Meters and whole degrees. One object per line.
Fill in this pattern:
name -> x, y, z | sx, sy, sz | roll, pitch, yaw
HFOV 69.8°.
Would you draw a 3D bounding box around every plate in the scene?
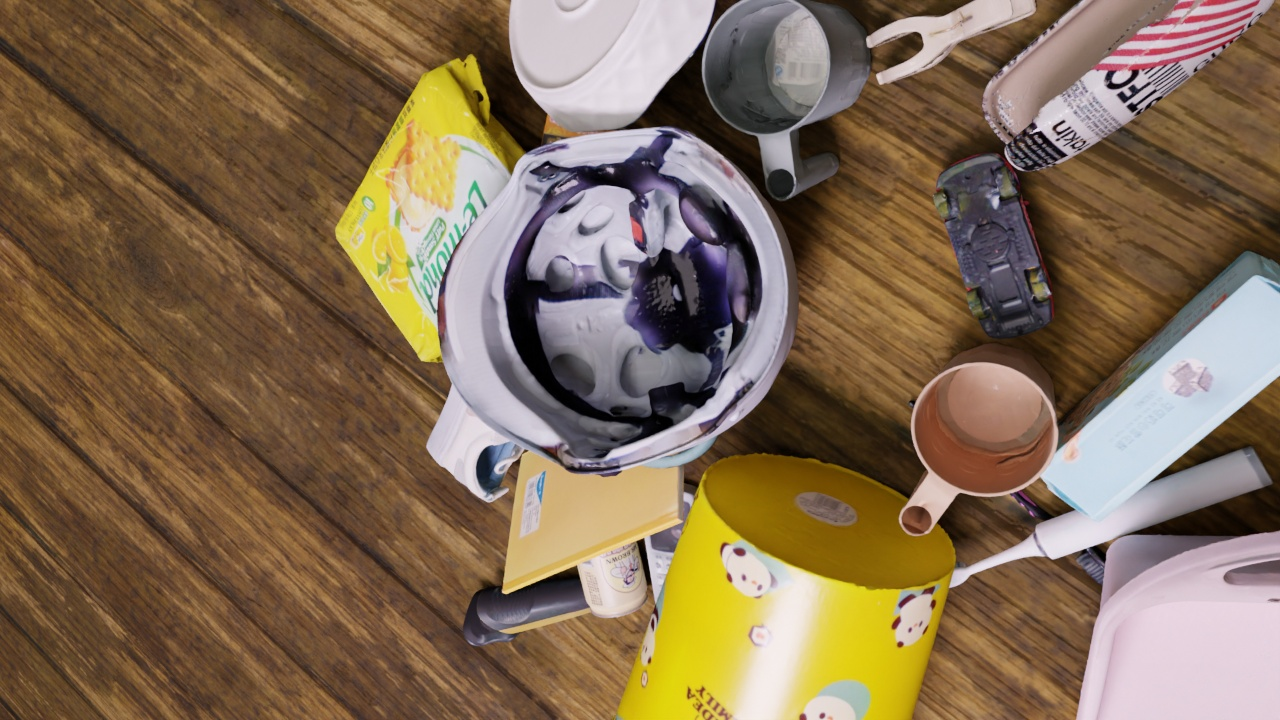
plate -> -0.025, -0.261, 0.632 | 0.205, 0.045, 0.204 | -13, 73, 47

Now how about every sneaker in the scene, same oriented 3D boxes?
sneaker -> -0.112, 0.033, 0.812 | 0.091, 0.089, 0.243 | 46, 126, 19

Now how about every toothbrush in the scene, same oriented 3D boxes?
toothbrush -> 0.302, 0.113, 0.622 | 0.222, 0.026, 0.027 | -30, 97, 28
toothbrush -> 0.266, 0.094, 0.660 | 0.189, 0.014, 0.018 | 42, 119, 12

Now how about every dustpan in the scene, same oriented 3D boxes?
dustpan -> 0.374, 0.202, 0.540 | 0.223, 0.138, 0.273 | -6, 102, 19

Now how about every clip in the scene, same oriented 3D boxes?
clip -> 0.190, -0.206, 0.577 | 0.099, 0.065, 0.034 | -9, 102, 44

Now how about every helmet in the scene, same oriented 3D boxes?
helmet -> -0.003, -0.040, 0.653 | 0.259, 0.145, 0.229 | -18, 82, 30

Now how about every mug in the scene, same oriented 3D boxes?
mug -> 0.103, -0.175, 0.607 | 0.084, 0.103, 0.124 | -1, 107, 30
mug -> 0.219, 0.051, 0.607 | 0.084, 0.103, 0.125 | 34, 112, 16

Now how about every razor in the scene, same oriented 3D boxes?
razor -> -0.102, 0.245, 0.911 | 0.168, 0.062, 0.067 | -20, 127, 28

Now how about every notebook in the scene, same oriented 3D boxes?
notebook -> -0.041, 0.104, 0.782 | 0.207, 0.145, 0.010 | -30, 131, 34

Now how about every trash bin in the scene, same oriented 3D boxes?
trash bin -> 0.103, 0.223, 0.684 | 0.230, 0.229, 0.256 | 21, 111, 23

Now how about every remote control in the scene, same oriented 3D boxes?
remote control -> 0.034, 0.180, 0.821 | 0.058, 0.021, 0.150 | -1, 107, 30

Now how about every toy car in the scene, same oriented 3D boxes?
toy car -> 0.232, -0.075, 0.601 | 0.053, 0.045, 0.120 | -17, 92, 31

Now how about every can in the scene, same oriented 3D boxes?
can -> -0.032, 0.169, 0.833 | 0.059, 0.058, 0.116 | -5, 104, 32

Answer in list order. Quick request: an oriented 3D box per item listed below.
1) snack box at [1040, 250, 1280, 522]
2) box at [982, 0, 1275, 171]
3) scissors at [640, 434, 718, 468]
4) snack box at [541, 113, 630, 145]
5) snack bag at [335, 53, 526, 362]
snack box -> 0.325, 0.017, 0.561 | 0.051, 0.074, 0.175 | 42, 122, 12
box -> 0.275, -0.185, 0.533 | 0.163, 0.076, 0.087 | -44, 53, 34
scissors -> -0.004, 0.004, 0.740 | 0.170, 0.019, 0.181 | 10, 79, 30
snack box -> -0.012, -0.144, 0.731 | 0.154, 0.026, 0.075 | 26, 118, 20
snack bag -> -0.163, -0.122, 0.789 | 0.158, 0.068, 0.247 | 54, 132, 7
